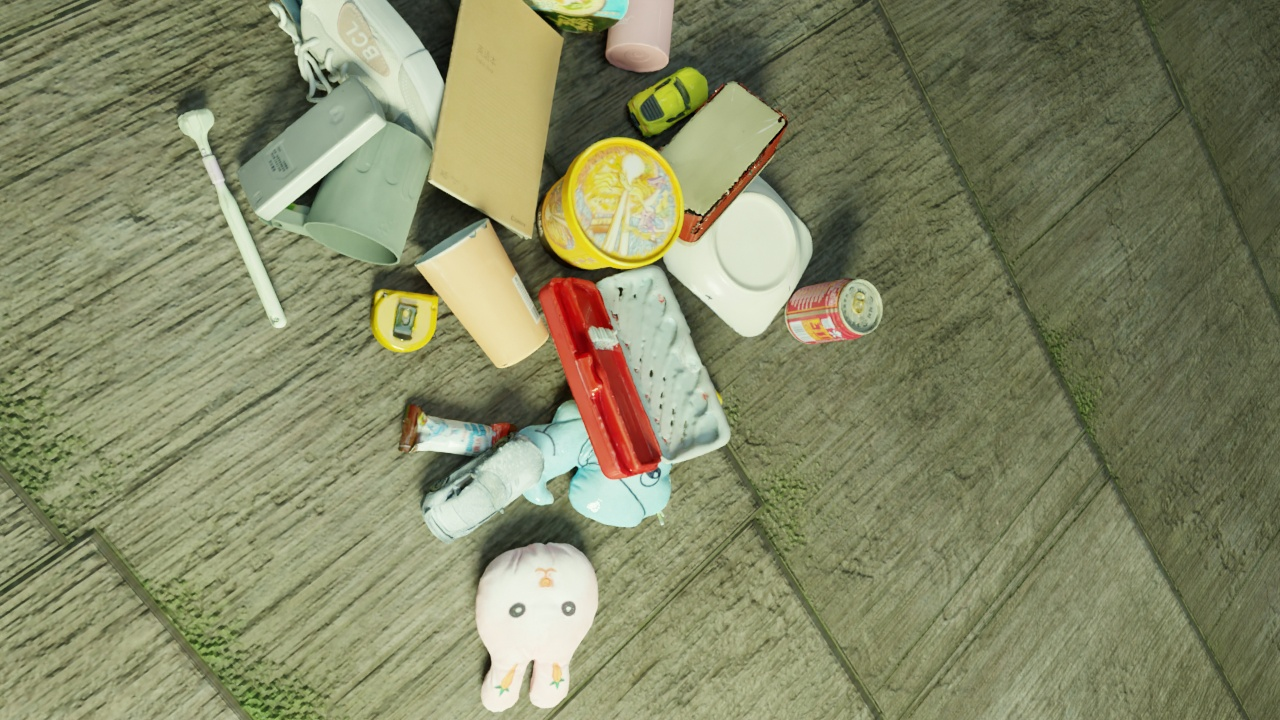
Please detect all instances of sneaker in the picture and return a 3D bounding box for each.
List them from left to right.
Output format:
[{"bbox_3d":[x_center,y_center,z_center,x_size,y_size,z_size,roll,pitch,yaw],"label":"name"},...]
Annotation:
[{"bbox_3d":[-0.253,-0.267,0.785,0.090,0.090,0.242,-41,105,-22],"label":"sneaker"}]

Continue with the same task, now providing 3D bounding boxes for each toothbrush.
[{"bbox_3d":[-0.338,-0.117,0.770,0.029,0.020,0.189,-20,98,0],"label":"toothbrush"}]

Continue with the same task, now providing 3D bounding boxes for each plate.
[{"bbox_3d":[0.117,-0.126,1.002,0.163,0.034,0.164,40,70,-19],"label":"plate"}]

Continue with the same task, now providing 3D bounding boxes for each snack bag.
[{"bbox_3d":[-0.167,0.071,0.843,0.104,0.026,0.048,16,71,-26],"label":"snack bag"}]

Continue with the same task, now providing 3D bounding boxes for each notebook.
[{"bbox_3d":[-0.129,-0.236,0.846,0.149,0.012,0.211,24,72,-61],"label":"notebook"}]

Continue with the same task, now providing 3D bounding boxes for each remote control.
[{"bbox_3d":[-0.272,-0.176,0.759,0.135,0.019,0.056,-37,63,6],"label":"remote control"}]

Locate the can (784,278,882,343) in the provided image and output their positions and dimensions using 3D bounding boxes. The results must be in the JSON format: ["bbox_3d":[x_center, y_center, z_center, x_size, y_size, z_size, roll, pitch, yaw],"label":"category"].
[{"bbox_3d":[0.213,-0.054,1.014,0.066,0.094,0.066,2,85,-28],"label":"can"}]

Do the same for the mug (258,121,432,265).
[{"bbox_3d":[-0.252,-0.151,0.791,0.124,0.084,0.103,16,77,-1],"label":"mug"}]

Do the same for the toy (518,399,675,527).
[{"bbox_3d":[-0.035,0.107,0.898,0.161,0.050,0.156,-34,100,-21],"label":"toy"}]

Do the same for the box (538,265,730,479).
[{"bbox_3d":[-0.009,0.008,0.888,0.159,0.065,0.201,-12,75,-38],"label":"box"}]

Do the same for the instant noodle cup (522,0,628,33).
[{"bbox_3d":[-0.059,-0.404,0.894,0.111,0.111,0.120,16,73,-26],"label":"instant noodle cup"}]

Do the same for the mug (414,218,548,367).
[{"bbox_3d":[-0.140,-0.059,0.842,0.078,0.078,0.123,-41,110,-24],"label":"mug"}]

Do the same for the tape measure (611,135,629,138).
[{"bbox_3d":[-0.021,-0.202,0.939,0.054,0.025,0.058,43,68,-20],"label":"tape measure"}]

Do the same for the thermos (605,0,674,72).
[{"bbox_3d":[0.013,-0.404,0.937,0.067,0.087,0.198,14,81,-47],"label":"thermos"}]

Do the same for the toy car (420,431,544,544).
[{"bbox_3d":[-0.141,0.116,0.832,0.120,0.037,0.054,-36,116,-8],"label":"toy car"}]

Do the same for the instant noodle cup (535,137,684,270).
[{"bbox_3d":[-0.037,-0.140,0.876,0.118,0.115,0.118,2,85,-27],"label":"instant noodle cup"}]

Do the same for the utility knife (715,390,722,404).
[{"bbox_3d":[0.035,0.003,0.961,0.033,0.015,0.154,-45,108,-16],"label":"utility knife"}]

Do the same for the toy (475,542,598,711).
[{"bbox_3d":[-0.098,0.249,0.856,0.121,0.054,0.159,4,93,-27],"label":"toy"}]

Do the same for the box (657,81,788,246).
[{"bbox_3d":[0.072,-0.210,0.944,0.091,0.078,0.168,37,67,7],"label":"box"}]

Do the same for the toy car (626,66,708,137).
[{"bbox_3d":[0.034,-0.276,0.970,0.105,0.032,0.048,-37,103,-26],"label":"toy car"}]

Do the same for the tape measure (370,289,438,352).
[{"bbox_3d":[-0.212,-0.036,0.825,0.060,0.029,0.057,7,84,-27],"label":"tape measure"}]
